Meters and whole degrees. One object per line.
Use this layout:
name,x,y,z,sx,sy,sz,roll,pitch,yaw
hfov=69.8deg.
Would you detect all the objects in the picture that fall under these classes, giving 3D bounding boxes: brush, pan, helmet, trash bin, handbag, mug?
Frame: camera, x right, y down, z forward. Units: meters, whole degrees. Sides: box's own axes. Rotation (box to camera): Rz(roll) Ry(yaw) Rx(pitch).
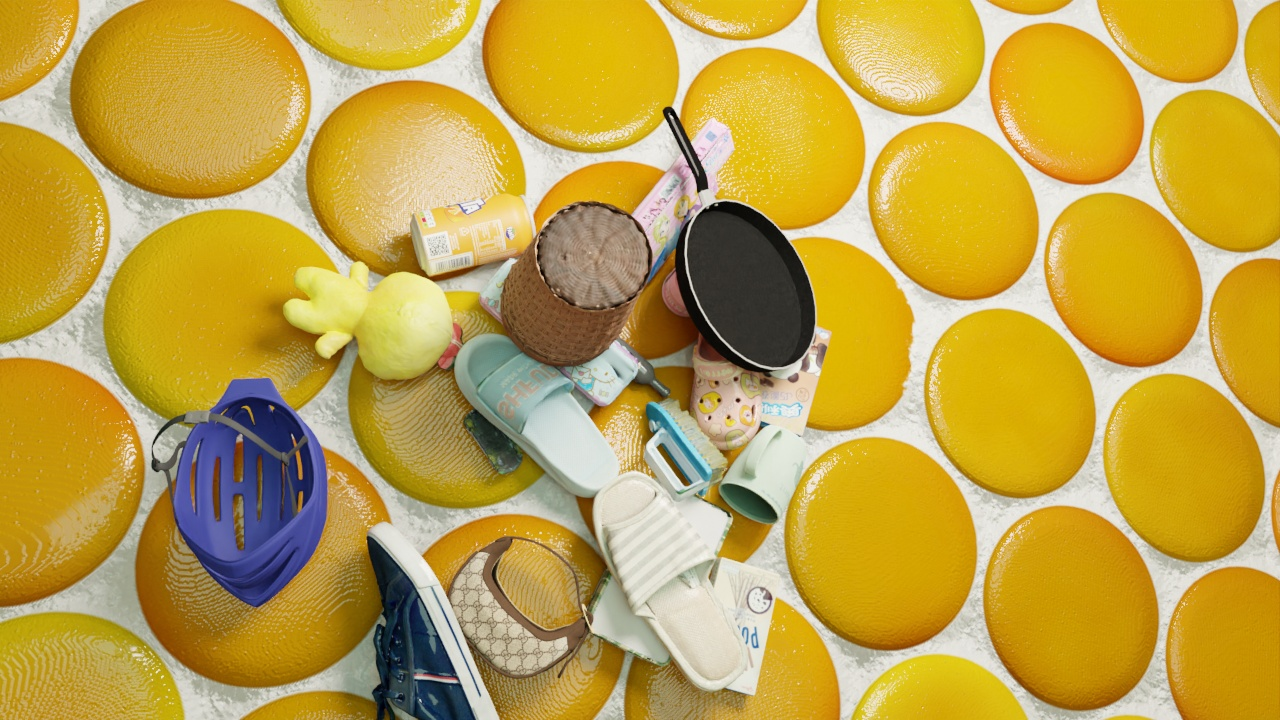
brush,0.040,0.104,1.126,0.075,0.055,0.136,-21,55,-24
pan,0.104,-0.151,1.141,0.224,0.034,0.356,-25,88,-44
helmet,-0.414,0.131,0.944,0.148,0.228,0.241,-2,77,-4
trash bin,-0.074,-0.086,1.012,0.151,0.210,0.151,3,77,-11
handbag,-0.132,0.281,1.047,0.166,0.063,0.138,44,83,10
mug,0.156,0.130,1.136,0.084,0.111,0.103,21,60,27

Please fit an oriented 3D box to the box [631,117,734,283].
box,0.049,-0.205,1.196,0.077,0.085,0.230,39,73,-5

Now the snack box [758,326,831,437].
snack box,0.188,0.017,1.205,0.087,0.034,0.151,21,74,-8

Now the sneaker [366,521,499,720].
sneaker,-0.259,0.327,1.003,0.127,0.121,0.294,-21,86,-29

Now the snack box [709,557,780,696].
snack box,0.115,0.325,1.127,0.082,0.026,0.149,17,74,-9

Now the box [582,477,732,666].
box,0.021,0.253,1.111,0.117,0.050,0.205,26,73,-3

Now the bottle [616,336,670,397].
bottle,-0.007,0.007,1.165,0.113,0.030,0.030,41,73,-2

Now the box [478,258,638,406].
box,-0.100,-0.034,1.134,0.214,0.036,0.076,40,101,-1

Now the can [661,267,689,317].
can,0.068,-0.096,1.180,0.067,0.076,0.067,3,78,-13

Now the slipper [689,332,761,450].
slipper,0.099,0.012,1.152,0.093,0.081,0.197,-5,68,23

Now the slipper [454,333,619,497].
slipper,-0.113,0.059,1.096,0.245,0.074,0.103,47,51,-2

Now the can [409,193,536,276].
can,-0.206,-0.156,1.130,0.142,0.079,0.079,-15,82,-15

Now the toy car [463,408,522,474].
toy car,-0.177,0.097,1.108,0.038,0.027,0.089,-32,84,-25

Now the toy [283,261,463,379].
toy,-0.308,-0.050,1.078,0.207,0.092,0.133,15,72,-7

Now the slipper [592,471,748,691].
slipper,0.036,0.256,1.062,0.114,0.054,0.272,-28,86,-10
